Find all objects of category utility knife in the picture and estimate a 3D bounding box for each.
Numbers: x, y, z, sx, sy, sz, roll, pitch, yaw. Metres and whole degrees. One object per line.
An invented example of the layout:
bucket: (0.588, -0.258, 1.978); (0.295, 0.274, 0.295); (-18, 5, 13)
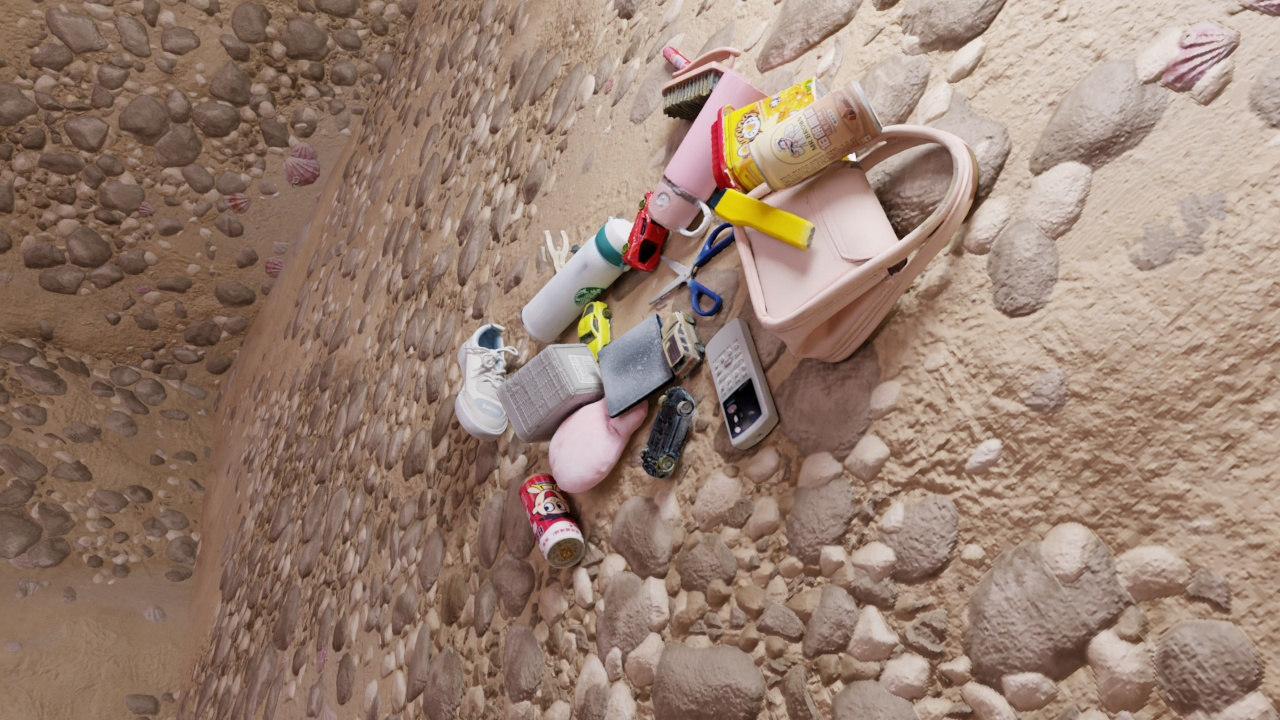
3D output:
utility knife: (0.117, -0.138, 0.896); (0.033, 0.015, 0.154); (-58, 40, 4)

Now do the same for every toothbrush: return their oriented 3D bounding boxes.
toothbrush: (-0.048, -0.177, 1.318); (0.192, 0.018, 0.016); (-12, 64, 54)

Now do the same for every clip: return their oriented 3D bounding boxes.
clip: (-0.124, -0.160, 1.388); (0.104, 0.034, 0.084); (-112, 29, -48)

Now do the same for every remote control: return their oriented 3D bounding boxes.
remote control: (0.105, 0.023, 0.974); (0.058, 0.021, 0.149); (-46, 38, 32)

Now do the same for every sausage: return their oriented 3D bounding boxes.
sausage: (0.062, -0.415, 1.291); (0.020, 0.020, 0.155); (-56, 35, 19)

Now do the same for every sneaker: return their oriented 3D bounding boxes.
sneaker: (-0.231, 0.027, 1.420); (0.091, 0.089, 0.242); (-49, 31, 21)

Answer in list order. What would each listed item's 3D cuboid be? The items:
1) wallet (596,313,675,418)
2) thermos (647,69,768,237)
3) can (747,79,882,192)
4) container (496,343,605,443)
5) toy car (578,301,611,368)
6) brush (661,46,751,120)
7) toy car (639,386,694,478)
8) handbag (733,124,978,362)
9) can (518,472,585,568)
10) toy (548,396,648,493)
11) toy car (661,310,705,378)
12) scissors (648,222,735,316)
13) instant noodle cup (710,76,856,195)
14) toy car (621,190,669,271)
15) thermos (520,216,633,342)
wallet: (-0.007, 0.007, 1.121); (0.097, 0.019, 0.120); (-34, 39, 19)
thermos: (0.086, -0.247, 1.122); (0.087, 0.067, 0.199); (41, 108, 27)
can: (0.165, -0.212, 0.870); (0.116, 0.058, 0.058); (-28, 47, 20)
container: (-0.112, 0.039, 1.206); (0.115, 0.090, 0.090); (-41, 69, 32)
toy car: (-0.065, -0.033, 1.248); (0.048, 0.032, 0.105); (-34, 48, 42)
brush: (0.078, -0.358, 1.194); (0.146, 0.063, 0.073); (5, 82, 60)
toy car: (0.033, 0.082, 1.036); (0.049, 0.031, 0.105); (17, 88, 57)
handbag: (0.207, -0.129, 0.869); (0.235, 0.093, 0.193); (-38, 42, 28)
can: (-0.113, 0.202, 1.164); (0.053, 0.053, 0.132); (-58, 34, 16)
toy: (-0.052, 0.091, 1.138); (0.160, 0.054, 0.121); (-45, 37, 13)
toy car: (0.046, -0.022, 1.075); (0.042, 0.035, 0.090); (-47, 36, 28)
scissors: (0.065, -0.106, 1.116); (0.163, 0.012, 0.175); (-53, 34, 26)
instant noodle cup: (0.153, -0.225, 0.971); (0.124, 0.116, 0.116); (-23, 53, 34)
toy car: (0.013, -0.169, 1.194); (0.031, 0.049, 0.106); (16, 86, 57)
thermos: (-0.080, -0.111, 1.285); (0.225, 0.073, 0.073); (-41, 42, 36)
